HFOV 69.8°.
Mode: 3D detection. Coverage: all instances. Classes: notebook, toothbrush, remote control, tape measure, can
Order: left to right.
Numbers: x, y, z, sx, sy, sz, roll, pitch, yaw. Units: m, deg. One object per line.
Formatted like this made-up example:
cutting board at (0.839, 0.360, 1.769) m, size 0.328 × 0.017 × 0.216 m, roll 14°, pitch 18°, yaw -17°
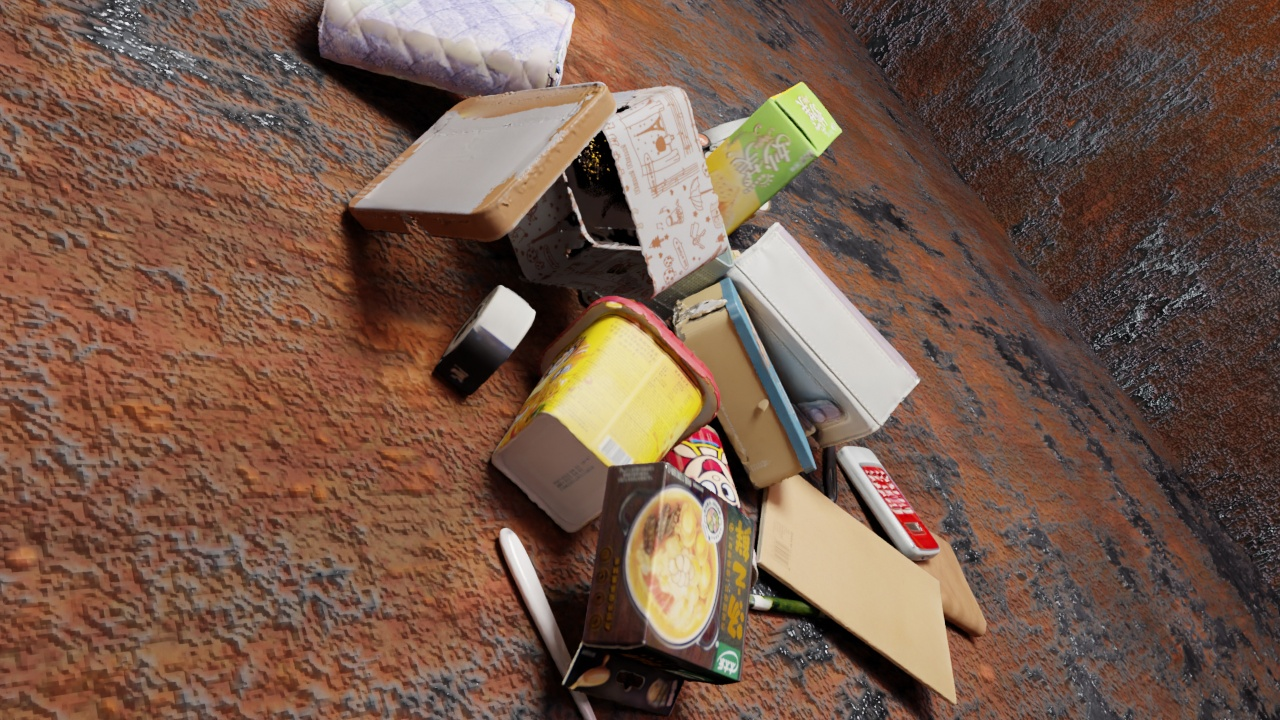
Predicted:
tape measure at (-0.102, -0.018, 0.617) m, size 0.033 × 0.066 × 0.065 m, roll 38°, pitch 31°, yaw -15°
toothbrush at (-0.040, 0.174, 0.525) m, size 0.016 × 0.016 × 0.180 m, roll 2°, pitch 53°, yaw -55°
can at (0.046, 0.108, 0.666) m, size 0.053 × 0.053 × 0.132 m, roll 30°, pitch 27°, yaw -29°
toothbrush at (0.094, 0.187, 0.695) m, size 0.185 × 0.012 × 0.017 m, roll 20°, pitch 46°, yaw -41°
toothbrush at (0.195, 0.083, 0.951) m, size 0.015 × 0.018 × 0.180 m, roll 43°, pitch 31°, yaw -22°
notebook at (0.187, 0.184, 0.796) m, size 0.211 × 0.012 × 0.149 m, roll 37°, pitch 29°, yaw -9°
remote control at (0.250, 0.143, 0.931) m, size 0.055 × 0.020 × 0.136 m, roll 9°, pitch 41°, yaw -43°

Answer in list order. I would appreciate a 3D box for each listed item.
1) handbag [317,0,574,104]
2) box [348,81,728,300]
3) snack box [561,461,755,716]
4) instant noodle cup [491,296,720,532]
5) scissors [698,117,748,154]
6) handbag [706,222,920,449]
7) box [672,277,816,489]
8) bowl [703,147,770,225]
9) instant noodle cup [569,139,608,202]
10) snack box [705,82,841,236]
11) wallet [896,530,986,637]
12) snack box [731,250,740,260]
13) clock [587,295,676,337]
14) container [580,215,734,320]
handbag at (-0.155, -0.273, 0.771) m, size 0.194 × 0.076 × 0.134 m, roll 13°, pitch 38°, yaw -4°
box at (-0.076, -0.105, 0.642) m, size 0.192 × 0.183 × 0.157 m, roll -36°, pitch 119°, yaw -29°
snack box at (0.017, 0.137, 0.538) m, size 0.113 × 0.053 × 0.125 m, roll 37°, pitch 52°, yaw -47°
instant noodle cup at (-0.027, 0.040, 0.617) m, size 0.116 × 0.116 × 0.123 m, roll 44°, pitch 41°, yaw -7°
scissors at (0.045, -0.253, 1.045) m, size 0.211 × 0.022 × 0.221 m, roll 33°, pitch 54°, yaw 7°
handbag at (0.138, -0.012, 0.865) m, size 0.098 × 0.145 × 0.197 m, roll -42°, pitch 91°, yaw -22°
box at (0.090, 0.025, 0.776) m, size 0.184 × 0.060 × 0.089 m, roll 59°, pitch 12°, yaw -20°
bowl at (0.096, -0.204, 1.107) m, size 0.113 × 0.062 × 0.113 m, roll 34°, pitch 31°, yaw -24°
instant noodle cup at (-0.046, -0.186, 0.849) m, size 0.114 × 0.119 × 0.118 m, roll 10°, pitch 47°, yaw -38°
snack box at (0.091, -0.174, 0.913) m, size 0.070 × 0.211 × 0.157 m, roll 49°, pitch 29°, yaw -4°
wallet at (0.298, 0.214, 0.931) m, size 0.101 × 0.020 × 0.115 m, roll 33°, pitch 30°, yaw -24°
snack box at (0.127, -0.054, 1.009) m, size 0.153 × 0.026 × 0.075 m, roll 56°, pitch 30°, yaw 12°
clock at (-0.004, 0.004, 0.733) m, size 0.082 × 0.055 × 0.122 m, roll 12°, pitch 43°, yaw -48°
container at (0.008, -0.093, 0.807) m, size 0.090 × 0.112 × 0.089 m, roll 28°, pitch 36°, yaw -32°
